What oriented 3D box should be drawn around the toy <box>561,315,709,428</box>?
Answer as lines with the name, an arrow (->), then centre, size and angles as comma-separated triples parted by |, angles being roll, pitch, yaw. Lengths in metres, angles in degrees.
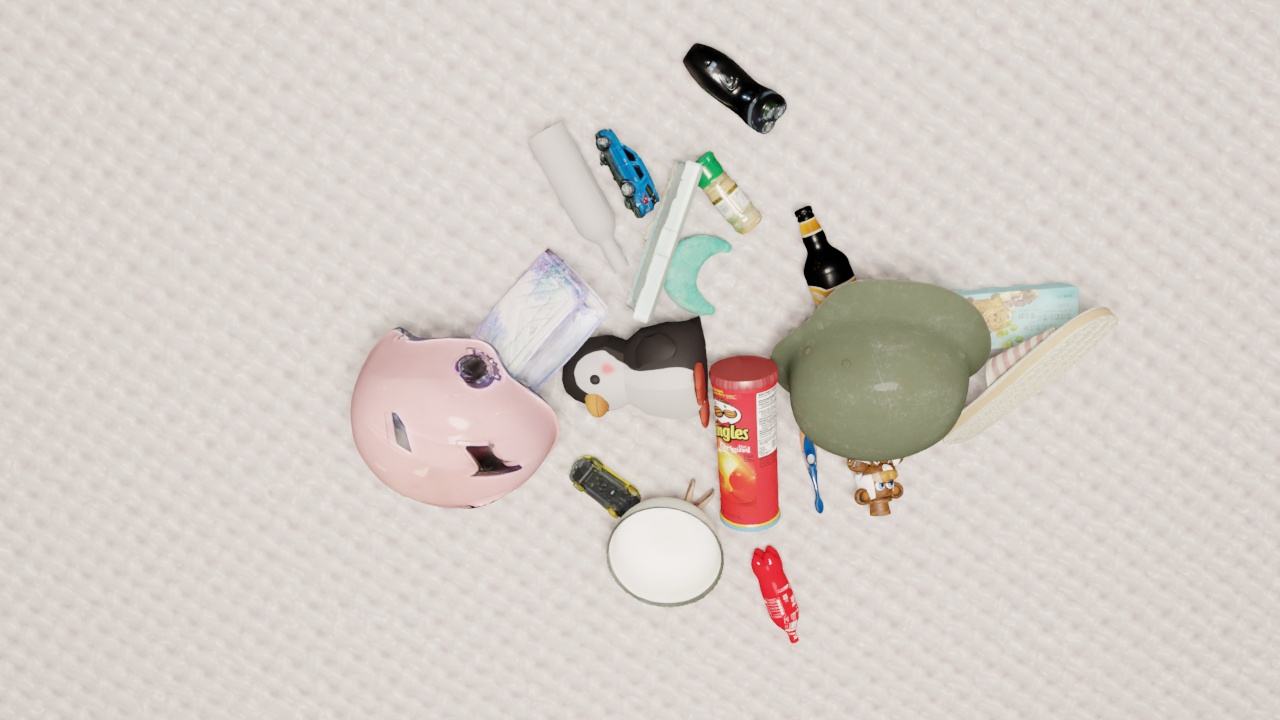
toy -> -0.007, 0.007, 1.167 | 0.184, 0.159, 0.140 | -2, 61, 8

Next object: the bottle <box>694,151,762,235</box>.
bottle -> 0.107, -0.211, 1.162 | 0.043, 0.043, 0.111 | -41, 99, 5

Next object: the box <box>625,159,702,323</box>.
box -> 0.029, -0.147, 1.124 | 0.044, 0.136, 0.197 | 18, 99, -9

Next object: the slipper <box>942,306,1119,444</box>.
slipper -> 0.476, 0.016, 1.155 | 0.264, 0.114, 0.052 | -51, 54, 37

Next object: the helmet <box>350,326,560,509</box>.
helmet -> -0.232, 0.088, 1.104 | 0.255, 0.152, 0.231 | 22, 137, -3

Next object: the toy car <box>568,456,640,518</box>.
toy car -> -0.048, 0.169, 1.231 | 0.107, 0.030, 0.049 | 39, 98, -9

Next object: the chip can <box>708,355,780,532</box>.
chip can -> 0.136, 0.107, 1.176 | 0.087, 0.087, 0.213 | -5, 112, 0

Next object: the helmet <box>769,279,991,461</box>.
helmet -> 0.281, 0.037, 1.113 | 0.268, 0.153, 0.227 | -8, 137, 30

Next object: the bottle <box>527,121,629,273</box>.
bottle -> -0.071, -0.200, 1.154 | 0.052, 0.052, 0.195 | -29, 99, 4

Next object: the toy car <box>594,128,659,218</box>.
toy car -> -0.017, -0.234, 1.138 | 0.043, 0.056, 0.120 | -30, 79, -1

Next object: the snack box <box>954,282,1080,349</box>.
snack box -> 0.475, -0.056, 1.192 | 0.174, 0.053, 0.075 | -4, 102, 0

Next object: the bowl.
bowl -> 0.035, 0.243, 1.215 | 0.153, 0.072, 0.153 | 3, 113, 6

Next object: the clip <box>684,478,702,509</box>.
clip -> 0.068, 0.189, 1.242 | 0.049, 0.026, 0.061 | -21, 107, 13

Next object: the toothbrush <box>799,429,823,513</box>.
toothbrush -> 0.232, 0.142, 1.241 | 0.021, 0.017, 0.135 | -11, 98, -3

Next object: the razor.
razor -> 0.115, -0.337, 1.128 | 0.140, 0.063, 0.053 | 35, 96, -8

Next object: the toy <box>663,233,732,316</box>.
toy -> 0.068, -0.113, 1.185 | 0.085, 0.033, 0.105 | 12, 99, -15

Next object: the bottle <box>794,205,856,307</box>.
bottle -> 0.241, -0.110, 1.173 | 0.059, 0.059, 0.181 | -24, 99, 3

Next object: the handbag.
handbag -> -0.130, -0.049, 1.158 | 0.158, 0.126, 0.069 | -48, 140, 5

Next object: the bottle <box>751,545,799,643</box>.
bottle -> 0.189, 0.323, 1.257 | 0.042, 0.042, 0.141 | -20, 100, 2

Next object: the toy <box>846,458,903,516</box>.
toy -> 0.316, 0.150, 1.219 | 0.087, 0.067, 0.112 | -6, 88, -24
